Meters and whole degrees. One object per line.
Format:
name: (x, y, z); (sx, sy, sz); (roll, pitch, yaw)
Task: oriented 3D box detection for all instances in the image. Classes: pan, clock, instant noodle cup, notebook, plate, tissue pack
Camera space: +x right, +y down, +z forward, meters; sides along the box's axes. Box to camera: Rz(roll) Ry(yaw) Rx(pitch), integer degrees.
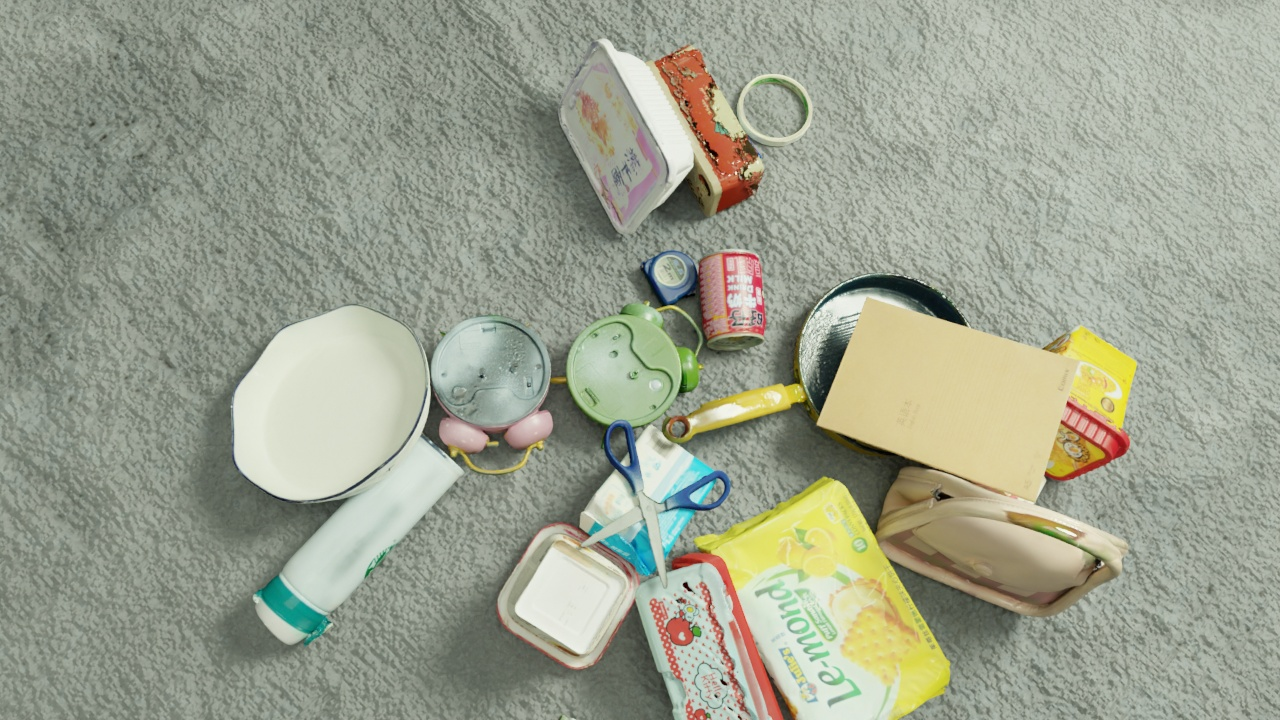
pan: (0.187, 0.025, 0.944); (0.357, 0.078, 0.197); (-18, 78, -9)
clock: (-0.147, 0.036, 0.916); (0.117, 0.060, 0.158); (-5, 70, -10)
clock: (-0.006, 0.006, 0.944); (0.161, 0.056, 0.116); (-38, 83, -12)
instant noodle cup: (-0.066, 0.218, 0.851); (0.116, 0.124, 0.116); (31, 76, 3)
instant noodle cup: (0.444, 0.041, 0.951); (0.116, 0.116, 0.123); (34, 65, 4)
notebook: (0.298, 0.034, 0.894); (0.211, 0.012, 0.149); (20, 73, 18)
instant noodle cup: (-0.010, -0.238, 0.972); (0.060, 0.138, 0.173); (-23, 79, -32)
plate: (-0.294, 0.044, 0.884); (0.205, 0.045, 0.204); (-6, 62, 12)
tissue pack: (0.009, 0.135, 0.894); (0.090, 0.063, 0.139); (36, 49, 5)

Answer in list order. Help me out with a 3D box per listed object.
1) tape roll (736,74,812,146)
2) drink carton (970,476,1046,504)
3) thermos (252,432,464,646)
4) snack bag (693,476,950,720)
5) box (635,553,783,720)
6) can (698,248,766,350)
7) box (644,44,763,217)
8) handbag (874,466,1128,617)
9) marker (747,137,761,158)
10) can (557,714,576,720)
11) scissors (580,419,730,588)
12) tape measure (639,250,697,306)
tape roll: (0.153, -0.286, 1.050); (0.086, 0.014, 0.085); (1, 77, -5)
drink carton: (0.357, 0.102, 0.935); (0.122, 0.046, 0.053); (44, 73, -23)
thermos: (-0.268, 0.170, 0.876); (0.073, 0.073, 0.224); (41, 77, 5)
snack bag: (0.178, 0.247, 0.895); (0.158, 0.068, 0.246); (-27, 80, -11)
box: (0.059, 0.285, 0.838); (0.098, 0.095, 0.201); (-20, 90, -27)
can: (0.096, -0.062, 0.963); (0.066, 0.066, 0.093); (-2, 76, -6)
box: (0.072, -0.252, 0.994); (0.077, 0.091, 0.168); (-27, 80, -7)
handbag: (0.340, 0.162, 0.843); (0.193, 0.234, 0.093); (23, 75, 1)
marker: (0.092, -0.285, 1.043); (0.017, 0.017, 0.145); (-30, 81, -11)
can: (-0.023, 0.389, 0.847); (0.147, 0.058, 0.058); (30, 76, 3)
scissors: (0.009, 0.126, 0.849); (0.173, 0.012, 0.162); (-20, 67, -33)
tape measure: (0.033, -0.089, 0.986); (0.054, 0.025, 0.058); (-28, 84, -13)
